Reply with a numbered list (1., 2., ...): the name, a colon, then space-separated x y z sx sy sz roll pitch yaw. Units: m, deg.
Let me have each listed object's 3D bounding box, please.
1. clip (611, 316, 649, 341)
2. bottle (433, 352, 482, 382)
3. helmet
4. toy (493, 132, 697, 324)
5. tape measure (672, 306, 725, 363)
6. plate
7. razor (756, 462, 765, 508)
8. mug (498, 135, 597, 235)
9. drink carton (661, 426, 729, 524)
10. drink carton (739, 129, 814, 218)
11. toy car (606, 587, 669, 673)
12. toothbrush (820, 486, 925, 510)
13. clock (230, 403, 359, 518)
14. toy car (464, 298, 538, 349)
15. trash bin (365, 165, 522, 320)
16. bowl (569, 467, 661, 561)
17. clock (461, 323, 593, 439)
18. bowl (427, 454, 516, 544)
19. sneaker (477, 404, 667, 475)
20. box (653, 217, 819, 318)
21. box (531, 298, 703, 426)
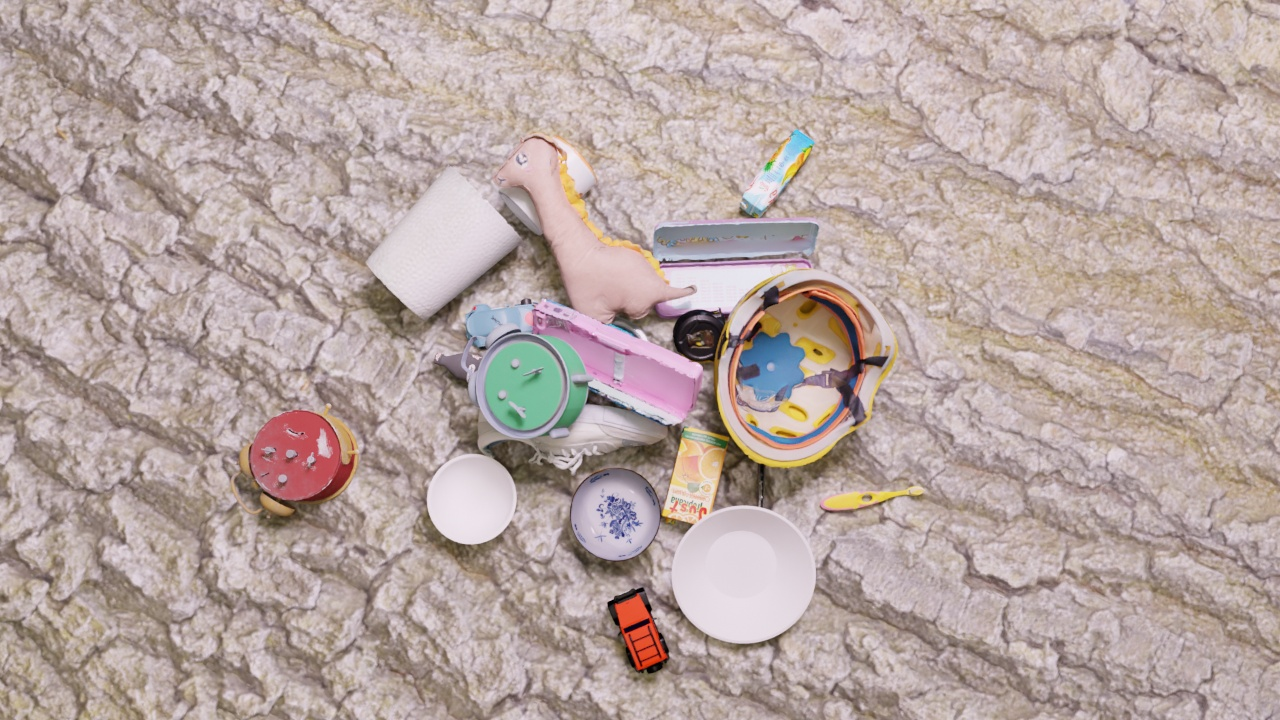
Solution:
1. clip: -0.008 0.008 1.192 0.162 0.027 0.090 34 82 6
2. bottle: -0.212 0.013 1.183 0.110 0.036 0.036 16 80 2
3. helmet: 0.181 0.005 1.138 0.209 0.139 0.240 29 92 -12
4. toy: -0.059 -0.167 1.147 0.196 0.065 0.264 -19 100 2
5. tape measure: 0.078 -0.030 1.182 0.072 0.042 0.071 -12 112 3
6. plate: 0.125 0.258 1.131 0.174 0.036 0.174 0 98 2
7. razor: 0.153 0.177 1.168 0.042 0.026 0.105 3 76 2
8. mug: -0.121 -0.229 1.203 0.082 0.082 0.105 43 83 6
9. drink carton: 0.068 0.151 1.160 0.058 0.041 0.122 14 81 2
10. drink carton: 0.182 -0.248 1.229 0.038 0.044 0.128 37 81 5
11. toy car: -0.001 0.331 1.124 0.051 0.049 0.100 -22 81 -5
12. toothbrush: 0.297 0.175 1.171 0.135 0.016 0.021 -8 85 -2
13. clock: -0.434 0.128 1.138 0.158 0.081 0.117 -33 82 -6
14. toy car: -0.176 -0.050 1.199 0.108 0.027 0.060 -8 80 -2
15. trash bin: -0.254 -0.144 1.168 0.161 0.133 0.133 -45 83 -3
16. bowl: -0.031 0.192 1.150 0.114 0.045 0.114 0 80 0
17. clock: -0.144 0.021 1.077 0.162 0.075 0.122 27 99 21
18. bowl: -0.208 0.174 1.153 0.110 0.040 0.110 0 81 0
19. sneaker: -0.088 0.097 1.150 0.242 0.089 0.090 6 84 7
20. box: 0.124 -0.125 1.199 0.214 0.062 0.140 -2 115 -1
21. box: -0.046 0.015 1.123 0.230 0.085 0.090 24 47 17
